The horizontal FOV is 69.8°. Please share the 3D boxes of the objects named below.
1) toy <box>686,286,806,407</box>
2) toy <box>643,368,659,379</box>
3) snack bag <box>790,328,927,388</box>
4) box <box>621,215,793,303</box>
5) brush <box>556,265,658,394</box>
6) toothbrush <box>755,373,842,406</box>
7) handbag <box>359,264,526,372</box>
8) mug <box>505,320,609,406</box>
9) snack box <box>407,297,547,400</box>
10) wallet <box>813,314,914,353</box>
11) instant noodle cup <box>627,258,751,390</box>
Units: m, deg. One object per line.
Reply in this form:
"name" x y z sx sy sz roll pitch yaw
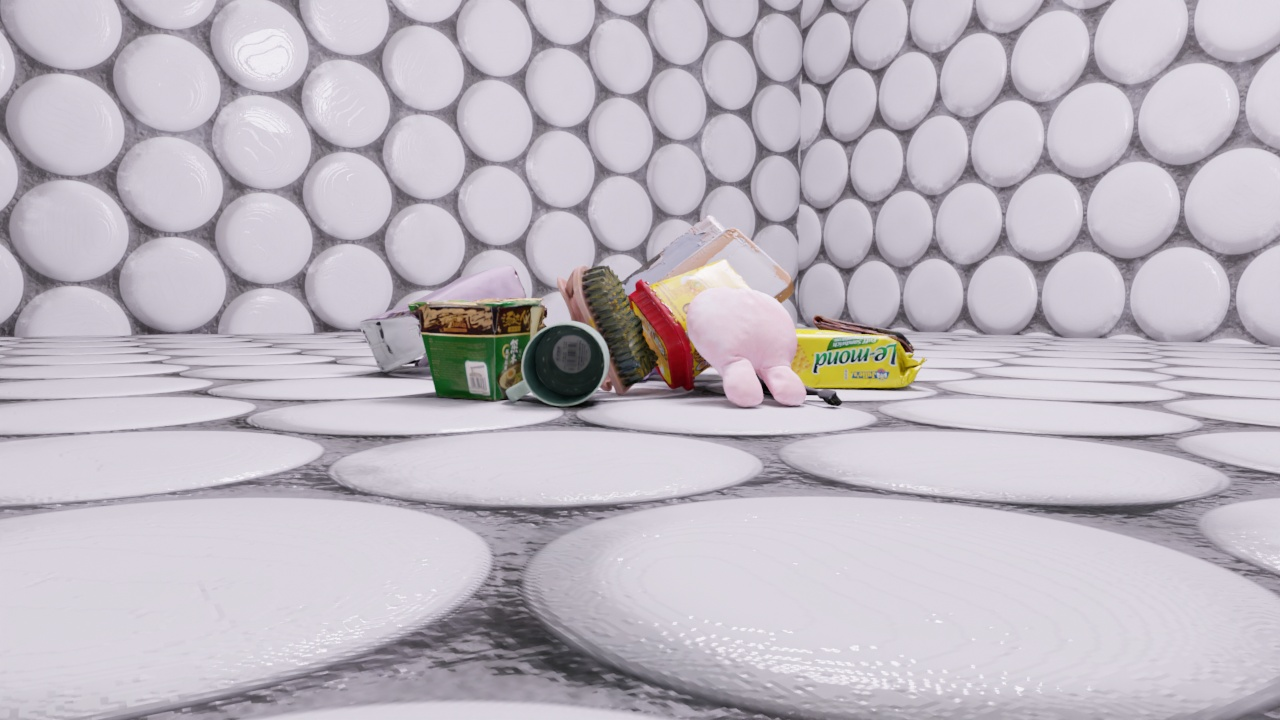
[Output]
"toy" 0.111 -0.014 0.950 0.121 0.159 0.054 1 -41 -15
"toy" -0.007 0.007 1.207 0.084 0.039 0.108 24 8 14
"snack bag" 0.229 -0.004 1.169 0.247 0.068 0.158 2 4 10
"box" 0.090 -0.066 1.218 0.197 0.181 0.157 48 -7 34
"brush" -0.041 -0.037 1.020 0.073 0.145 0.063 -18 13 30
"toothbrush" 0.151 0.029 0.994 0.026 0.027 0.213 -47 20 -13
"handbag" -0.278 -0.061 1.327 0.145 0.098 0.196 -18 11 42
"mug" -0.086 0.008 0.942 0.112 0.082 0.106 -31 4 2
"snack box" -0.167 -0.013 0.983 0.118 0.105 0.117 1 6 28
"wallet" 0.313 -0.030 1.288 0.125 0.032 0.101 14 -10 31
"instant noodle cup" 0.065 -0.047 1.058 0.123 0.116 0.116 -27 55 -12
